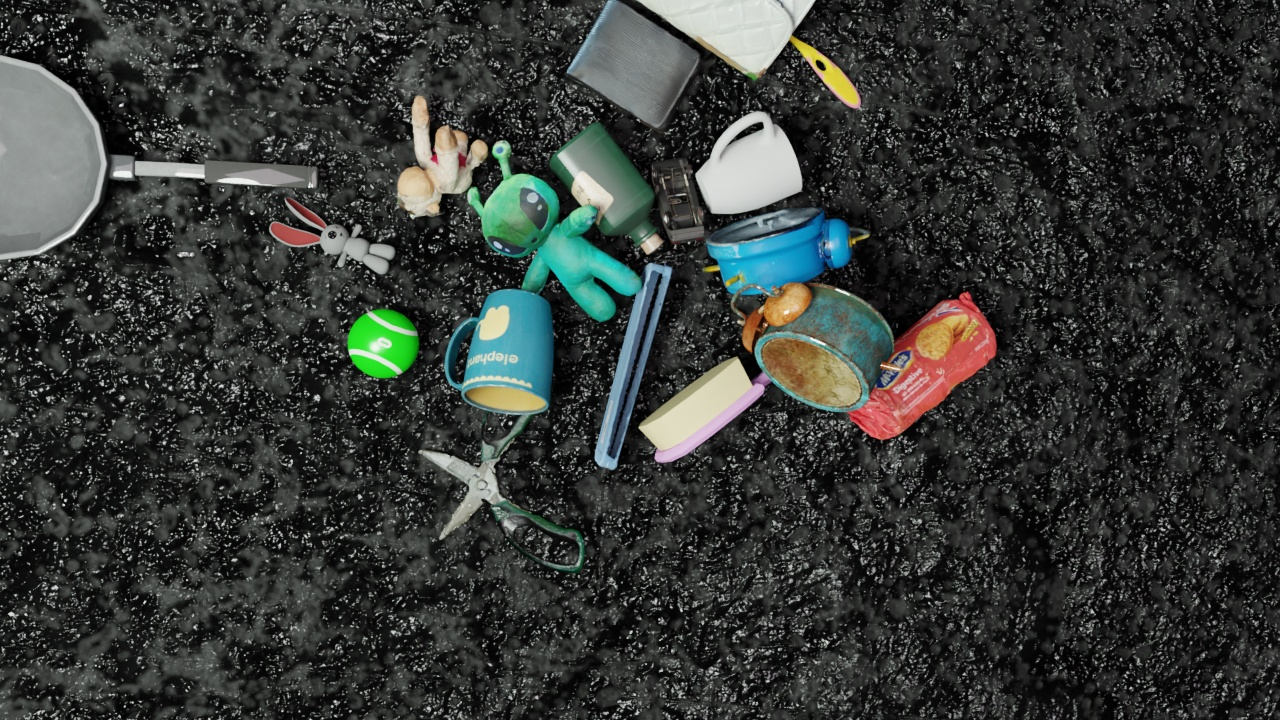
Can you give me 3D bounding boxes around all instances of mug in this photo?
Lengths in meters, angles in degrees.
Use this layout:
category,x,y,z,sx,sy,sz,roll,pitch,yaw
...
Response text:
category,x,y,z,sx,sy,sz,roll,pitch,yaw
mug,0.101,-0.194,0.899,0.089,0.107,0.071,-23,54,-1
mug,-0.136,-0.009,0.879,0.112,0.084,0.104,-4,68,23

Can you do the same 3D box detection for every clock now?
category,x,y,z,sx,sy,sz,roll,pitch,yaw
clock,0.157,-0.025,0.854,0.157,0.121,0.073,34,65,-3
clock,0.144,-0.113,0.902,0.161,0.116,0.060,-16,106,-4

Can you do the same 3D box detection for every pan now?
category,x,y,z,sx,sy,sz,roll,pitch,yaw
pan,-0.478,-0.176,0.836,0.357,0.041,0.178,2,93,-9

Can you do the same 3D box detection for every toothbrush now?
category,x,y,z,sx,sy,sz,roll,pitch,yaw
toothbrush,0.180,-0.310,0.946,0.135,0.016,0.021,42,84,-8

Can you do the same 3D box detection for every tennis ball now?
category,x,y,z,sx,sy,sz,roll,pitch,yaw
tennis ball,-0.243,-0.016,0.870,0.065,0.065,0.065,0,93,-9

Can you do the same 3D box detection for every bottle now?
category,x,y,z,sx,sy,sz,roll,pitch,yaw
bottle,-0.026,-0.161,0.898,0.061,0.061,0.131,-40,98,-8

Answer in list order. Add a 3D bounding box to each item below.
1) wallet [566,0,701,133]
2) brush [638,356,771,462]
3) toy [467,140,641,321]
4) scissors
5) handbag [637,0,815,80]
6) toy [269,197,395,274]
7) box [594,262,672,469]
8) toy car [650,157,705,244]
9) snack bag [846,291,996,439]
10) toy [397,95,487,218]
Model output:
category,x,y,z,sx,sy,sz,roll,pitch,yaw
wallet,-0.004,-0.292,0.913,0.115,0.026,0.089,29,90,-9
brush,0.098,0.020,0.922,0.228,0.089,0.043,-36,93,-18
toy,-0.087,-0.118,0.889,0.193,0.072,0.131,41,122,-9
scissors,-0.116,0.112,0.923,0.201,0.015,0.202,32,88,-11
handbag,0.071,-0.373,0.876,0.195,0.072,0.139,31,130,-8
toy,-0.291,-0.116,0.875,0.111,0.030,0.049,22,61,-12
box,-0.003,0.006,0.909,0.037,0.066,0.209,14,90,-6
toy car,0.037,-0.158,0.915,0.040,0.037,0.092,-10,69,-7
snack bag,0.290,0.010,0.950,0.176,0.082,0.082,-40,98,-4
toy,-0.201,-0.184,0.873,0.085,0.074,0.106,45,112,30
